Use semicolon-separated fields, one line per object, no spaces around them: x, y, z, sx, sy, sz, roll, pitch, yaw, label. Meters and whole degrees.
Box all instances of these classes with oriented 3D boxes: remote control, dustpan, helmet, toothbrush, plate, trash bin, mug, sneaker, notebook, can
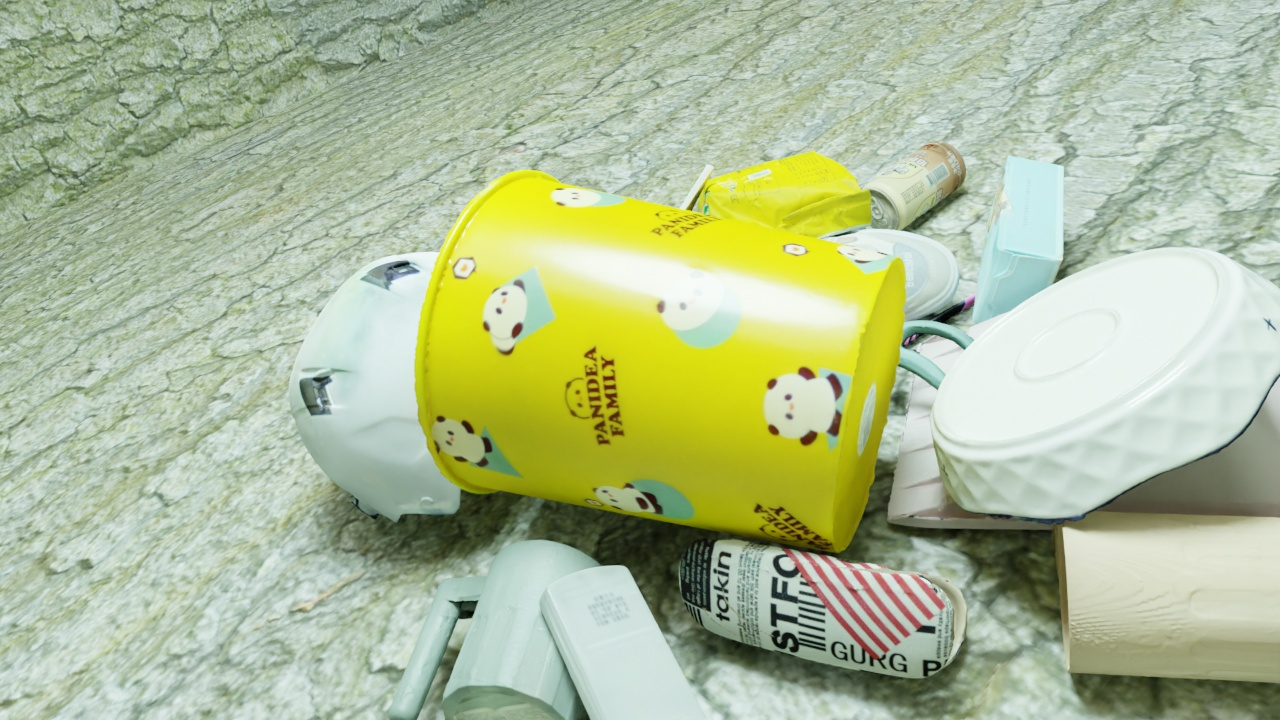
-0.003;0.181;0.501;0.058;0.021;0.150;-7;49;-33;remote control
0.324;0.045;0.621;0.274;0.139;0.221;-30;19;40;dustpan
-0.200;0.005;0.748;0.228;0.146;0.259;-60;26;-13;helmet
0.234;-0.022;0.772;0.189;0.014;0.018;-28;49;-17;toothbrush
0.254;0.006;0.525;0.205;0.045;0.204;-38;11;8;plate
0.025;0.004;0.601;0.256;0.230;0.228;11;41;22;trash bin
-0.085;0.177;0.561;0.124;0.084;0.103;-8;35;18;mug
0.147;-0.072;0.797;0.243;0.090;0.089;-6;79;24;sneaker
0.012;-0.090;0.894;0.010;0.146;0.205;29;43;1;notebook
0.279;-0.177;0.945;0.116;0.058;0.058;-35;35;-25;can
0.277;0.116;0.484;0.104;0.084;0.124;-3;8;22;mug

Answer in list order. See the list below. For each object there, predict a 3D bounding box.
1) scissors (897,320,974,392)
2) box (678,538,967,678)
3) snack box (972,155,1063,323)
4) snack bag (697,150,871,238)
0.177;0.013;0.678;0.182;0.019;0.169;-13;49;31;scissors
0.108;0.140;0.544;0.163;0.076;0.087;1;8;29;box
0.322;-0.102;0.779;0.052;0.074;0.174;15;41;14;snack box
0.134;-0.161;0.933;0.158;0.068;0.246;-14;15;6;snack bag
